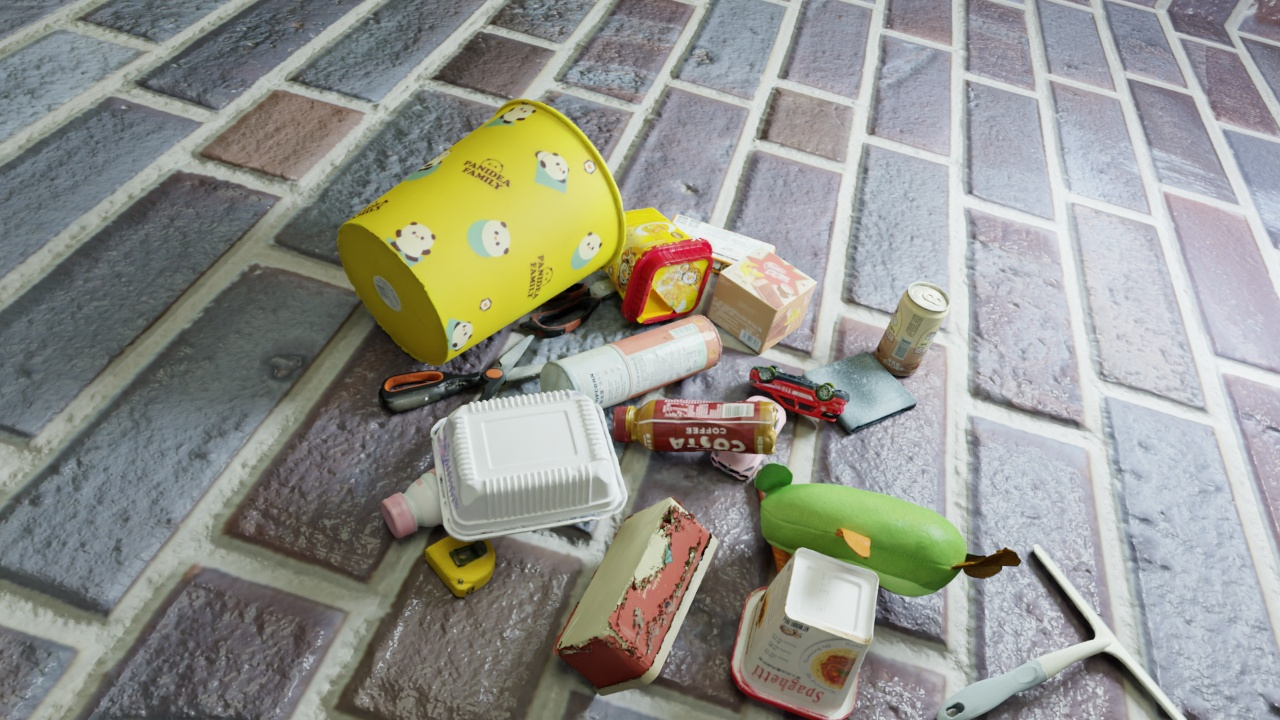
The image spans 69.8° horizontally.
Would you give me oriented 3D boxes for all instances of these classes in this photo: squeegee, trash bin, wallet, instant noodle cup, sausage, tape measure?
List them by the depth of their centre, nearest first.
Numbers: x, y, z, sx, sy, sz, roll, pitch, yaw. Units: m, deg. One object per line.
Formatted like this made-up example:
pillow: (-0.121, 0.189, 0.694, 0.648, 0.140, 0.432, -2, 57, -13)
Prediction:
instant noodle cup: (0.152, 0.240, 0.816, 0.116, 0.124, 0.116, 19, 44, 5)
tape measure: (-0.165, 0.187, 0.862, 0.057, 0.029, 0.060, -27, 57, -35)
instant noodle cup: (-0.106, 0.088, 0.864, 0.173, 0.060, 0.138, -8, 54, -14)
squeegee: (0.384, 0.296, 0.878, 0.246, 0.039, 0.246, -11, 48, -23)
sausage: (0.143, 0.175, 0.955, 0.021, 0.021, 0.165, 3, 45, -11)
trash bin: (-0.184, -0.138, 1.049, 0.229, 0.230, 0.254, 36, 58, 22)
wallet: (0.271, 0.038, 1.133, 0.120, 0.019, 0.097, -17, 53, -30)
instant noodle cup: (0.012, -0.126, 1.162, 0.115, 0.116, 0.123, -13, 49, -31)

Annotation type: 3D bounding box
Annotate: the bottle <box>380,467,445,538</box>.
bottle: (-0.158, 0.116, 0.911, 0.196, 0.068, 0.068, -23, 54, -29)

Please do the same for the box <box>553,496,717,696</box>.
box: (-0.006, 0.202, 0.823, 0.079, 0.092, 0.167, 45, 44, -12)

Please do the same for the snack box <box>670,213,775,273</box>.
snack box: (0.108, -0.155, 1.284, 0.154, 0.026, 0.075, 20, 43, 6)

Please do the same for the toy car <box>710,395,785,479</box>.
toy car: (0.125, 0.083, 1.036, 0.056, 0.037, 0.122, 26, 46, 15)

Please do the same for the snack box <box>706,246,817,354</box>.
snack box: (0.155, -0.079, 1.179, 0.093, 0.077, 0.094, 37, 48, 23)

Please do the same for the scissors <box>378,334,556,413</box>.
scissors: (-0.176, 0.033, 1.016, 0.220, 0.022, 0.224, -2, 35, -10)

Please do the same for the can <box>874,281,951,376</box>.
can: (0.341, -0.038, 1.155, 0.058, 0.117, 0.058, 7, 43, -7)

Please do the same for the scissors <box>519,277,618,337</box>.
scissors: (-0.071, -0.094, 1.184, 0.194, 0.015, 0.205, 13, 43, 1)

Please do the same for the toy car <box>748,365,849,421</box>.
toy car: (0.185, 0.037, 1.084, 0.120, 0.045, 0.052, 21, 7, 19)

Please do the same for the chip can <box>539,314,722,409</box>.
chip can: (-0.006, 0.006, 1.047, 0.214, 0.071, 0.071, -19, 52, -35)

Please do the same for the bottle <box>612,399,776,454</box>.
bottle: (0.058, 0.071, 0.993, 0.175, 0.057, 0.057, 1, 42, 12)

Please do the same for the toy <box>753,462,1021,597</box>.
toy: (0.226, 0.171, 0.879, 0.247, 0.227, 0.090, 14, 84, 20)
